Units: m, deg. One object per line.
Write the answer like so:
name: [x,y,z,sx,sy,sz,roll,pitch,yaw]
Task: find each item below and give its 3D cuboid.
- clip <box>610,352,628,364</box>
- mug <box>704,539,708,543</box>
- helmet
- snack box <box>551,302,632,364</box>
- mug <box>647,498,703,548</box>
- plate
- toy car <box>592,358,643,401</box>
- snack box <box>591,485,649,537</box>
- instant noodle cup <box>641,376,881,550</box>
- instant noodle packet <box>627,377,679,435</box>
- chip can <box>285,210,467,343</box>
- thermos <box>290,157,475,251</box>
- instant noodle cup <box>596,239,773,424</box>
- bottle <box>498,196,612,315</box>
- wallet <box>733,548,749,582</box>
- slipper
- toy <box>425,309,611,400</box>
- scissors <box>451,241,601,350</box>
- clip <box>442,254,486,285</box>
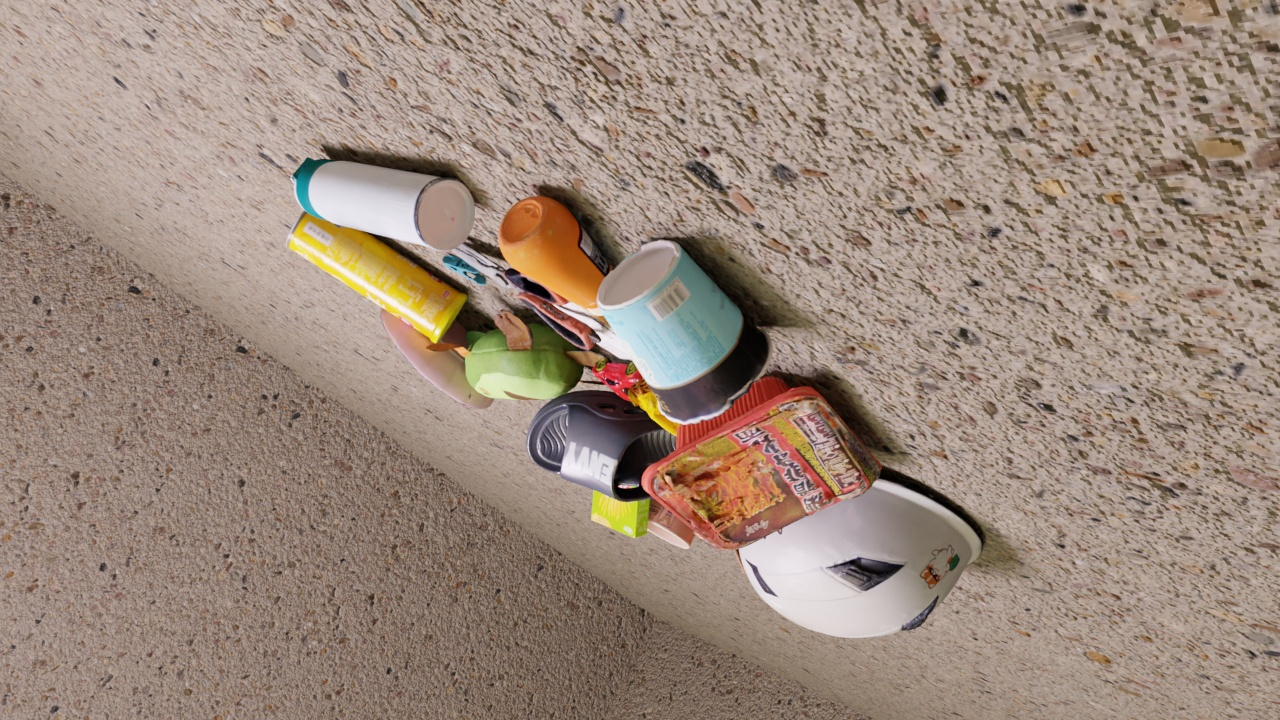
clip: [-0.007,0.004,0.994,0.058,0.026,0.042,28,170,11]
mug: [0.065,0.161,1.163,0.103,0.083,0.123,66,-178,-58]
helmet: [0.213,0.216,0.995,0.230,0.156,0.275,40,160,-29]
snack box: [-0.018,-0.026,0.926,0.153,0.026,0.075,34,163,-8]
mug: [0.067,0.198,1.262,0.115,0.105,0.082,19,159,32]
plate: [-0.256,-0.018,1.212,0.192,0.039,0.192,45,-170,-10]
toy car: [-0.015,0.023,0.962,0.049,0.031,0.106,40,164,-28]
snack box: [-0.024,0.152,1.233,0.086,0.156,0.026,15,-165,43]
instant noodle cup: [0.110,0.093,0.864,0.164,0.189,0.079,45,-157,-38]
instant noodle packet: [0.066,0.044,0.898,0.111,0.044,0.128,-23,135,22]
chip can: [-0.319,-0.107,1.116,0.213,0.072,0.072,33,162,-7]
thermos: [-0.258,-0.155,0.897,0.224,0.073,0.073,17,158,38]
instant noodle cup: [0.028,-0.029,0.736,0.111,0.111,0.120,6,142,53]
bottle: [-0.058,-0.081,0.796,0.067,0.066,0.149,16,164,40]
wallet: [0.131,0.209,1.153,0.130,0.035,0.119,2,-112,-75]
slipper: [-0.002,0.100,1.007,0.268,0.111,0.083,5,-160,9]
toy: [-0.138,0.003,1.082,0.226,0.090,0.247,17,165,-24]
scissors: [-0.126,-0.082,0.914,0.201,0.015,0.206,46,162,-11]
clip: [-0.198,-0.104,1.027,0.054,0.013,0.033,26,161,16]
